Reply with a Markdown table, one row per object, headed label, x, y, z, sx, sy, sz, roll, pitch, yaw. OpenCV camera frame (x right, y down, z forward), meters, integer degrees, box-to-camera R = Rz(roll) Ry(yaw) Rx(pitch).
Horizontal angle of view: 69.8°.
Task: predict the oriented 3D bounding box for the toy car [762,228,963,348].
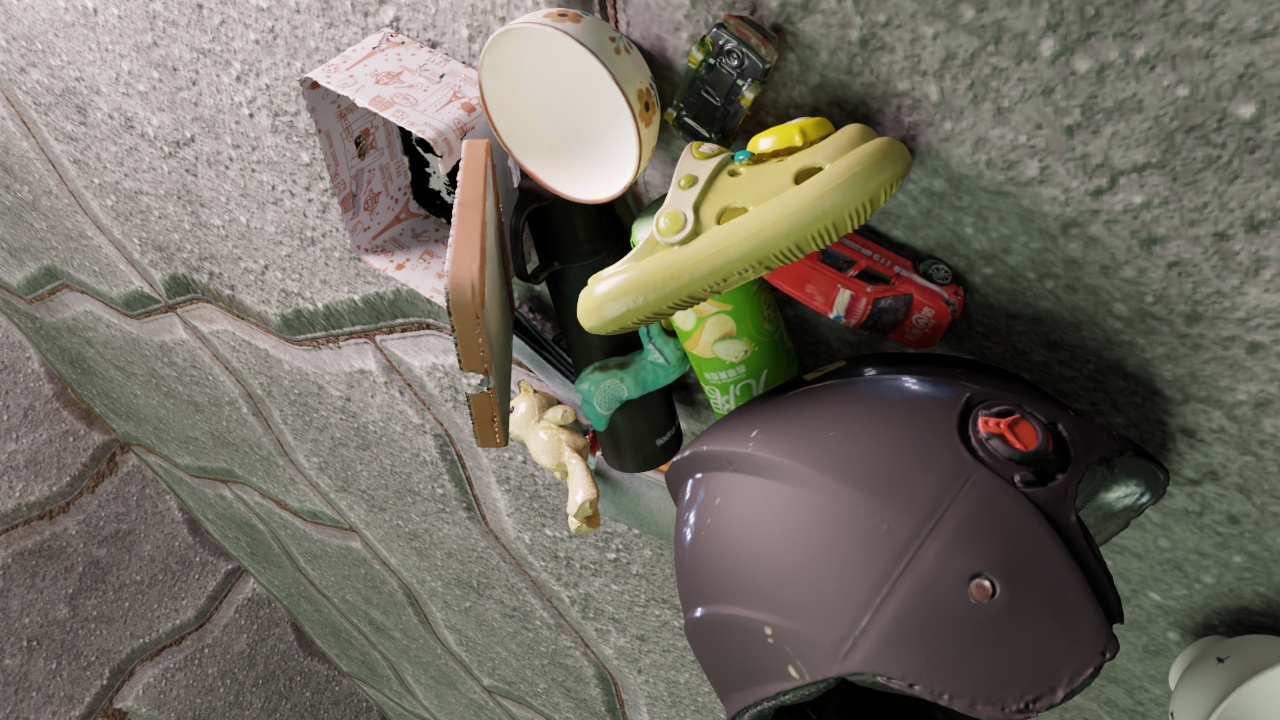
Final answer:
| label | x | y | z | sx | sy | sz | roll | pitch | yaw |
| --- | --- | --- | --- | --- | --- | --- | --- | --- | --- |
| toy car | 0.125 | -0.046 | 0.532 | 0.120 | 0.045 | 0.053 | 27 | 147 | 15 |

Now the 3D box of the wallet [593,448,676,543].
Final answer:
| label | x | y | z | sx | sy | sz | roll | pitch | yaw |
| --- | --- | --- | --- | --- | --- | --- | --- | --- | --- |
| wallet | 0.020 | 0.123 | 0.841 | 0.130 | 0.036 | 0.107 | 20 | 137 | 10 |

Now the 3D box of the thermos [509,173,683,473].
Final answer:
| label | x | y | z | sx | sy | sz | roll | pitch | yaw |
| --- | --- | --- | --- | --- | --- | --- | --- | --- | --- |
| thermos | -0.034 | -0.021 | 0.666 | 0.068 | 0.089 | 0.243 | 20 | 140 | 41 |

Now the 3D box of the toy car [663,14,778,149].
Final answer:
| label | x | y | z | sx | sy | sz | roll | pitch | yaw |
| --- | --- | --- | --- | --- | --- | --- | --- | --- | --- |
| toy car | 0.044 | -0.146 | 0.498 | 0.042 | 0.035 | 0.091 | 40 | 153 | 2 |

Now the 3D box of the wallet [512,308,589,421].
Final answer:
| label | x | y | z | sx | sy | sz | roll | pitch | yaw |
| --- | --- | --- | --- | --- | --- | --- | --- | --- | --- |
| wallet | -0.079 | 0.005 | 0.794 | 0.121 | 0.019 | 0.097 | 43 | 166 | -1 |

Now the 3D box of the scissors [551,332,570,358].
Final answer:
| label | x | y | z | sx | sy | sz | roll | pitch | yaw |
| --- | --- | --- | --- | --- | --- | --- | --- | --- | --- |
| scissors | -0.010 | -0.006 | 0.742 | 0.166 | 0.014 | 0.163 | 24 | 144 | 20 |

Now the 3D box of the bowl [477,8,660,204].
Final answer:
| label | x | y | z | sx | sy | sz | roll | pitch | yaw |
| --- | --- | --- | --- | --- | --- | --- | --- | --- | --- |
| bowl | -0.033 | -0.156 | 0.537 | 0.113 | 0.062 | 0.114 | 25 | 144 | 19 |

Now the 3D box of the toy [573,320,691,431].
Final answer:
| label | x | y | z | sx | sy | sz | roll | pitch | yaw |
| --- | --- | --- | --- | --- | --- | --- | --- | --- | --- |
| toy | -0.004 | 0.004 | 0.631 | 0.030 | 0.092 | 0.096 | 60 | 173 | 39 |

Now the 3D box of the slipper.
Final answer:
| label | x | y | z | sx | sy | sz | roll | pitch | yaw |
| --- | --- | --- | --- | --- | --- | --- | --- | --- | --- |
| slipper | 0.043 | -0.079 | 0.478 | 0.081 | 0.191 | 0.091 | 63 | -170 | 1 |

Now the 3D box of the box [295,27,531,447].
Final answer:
| label | x | y | z | sx | sy | sz | roll | pitch | yaw |
| --- | --- | --- | --- | --- | --- | --- | --- | --- | --- |
| box | -0.130 | -0.089 | 0.638 | 0.272 | 0.130 | 0.179 | 56 | 159 | 32 |

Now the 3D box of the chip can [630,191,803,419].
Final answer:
| label | x | y | z | sx | sy | sz | roll | pitch | yaw |
| --- | --- | --- | --- | --- | --- | --- | --- | --- | --- |
| chip can | 0.064 | -0.011 | 0.606 | 0.073 | 0.072 | 0.221 | 6 | 134 | 41 |

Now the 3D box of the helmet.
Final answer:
| label | x | y | z | sx | sy | sz | roll | pitch | yaw |
| --- | --- | --- | --- | --- | --- | --- | --- | --- | --- |
| helmet | 0.147 | 0.104 | 0.520 | 0.230 | 0.274 | 0.234 | 54 | 165 | 28 |

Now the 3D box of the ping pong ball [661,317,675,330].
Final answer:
| label | x | y | z | sx | sy | sz | roll | pitch | yaw |
| --- | --- | --- | --- | --- | --- | --- | --- | --- | --- |
| ping pong ball | 0.024 | -0.035 | 0.646 | 0.040 | 0.040 | 0.040 | 26 | 145 | 20 |

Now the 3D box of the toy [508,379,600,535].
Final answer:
| label | x | y | z | sx | sy | sz | roll | pitch | yaw |
| --- | --- | --- | --- | --- | --- | --- | --- | --- | --- |
| toy | -0.077 | 0.087 | 0.830 | 0.157 | 0.066 | 0.105 | 56 | 162 | 37 |

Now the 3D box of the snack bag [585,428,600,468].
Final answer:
| label | x | y | z | sx | sy | sz | roll | pitch | yaw |
| --- | --- | --- | --- | --- | --- | --- | --- | --- | --- |
| snack bag | -0.055 | 0.091 | 0.890 | 0.045 | 0.026 | 0.106 | 41 | 149 | -17 |

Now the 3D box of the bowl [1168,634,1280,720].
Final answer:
| label | x | y | z | sx | sy | sz | roll | pitch | yaw |
| --- | --- | --- | --- | --- | --- | --- | --- | --- | --- |
| bowl | 0.370 | 0.209 | 0.564 | 0.118 | 0.118 | 0.064 | 56 | -177 | -25 |
